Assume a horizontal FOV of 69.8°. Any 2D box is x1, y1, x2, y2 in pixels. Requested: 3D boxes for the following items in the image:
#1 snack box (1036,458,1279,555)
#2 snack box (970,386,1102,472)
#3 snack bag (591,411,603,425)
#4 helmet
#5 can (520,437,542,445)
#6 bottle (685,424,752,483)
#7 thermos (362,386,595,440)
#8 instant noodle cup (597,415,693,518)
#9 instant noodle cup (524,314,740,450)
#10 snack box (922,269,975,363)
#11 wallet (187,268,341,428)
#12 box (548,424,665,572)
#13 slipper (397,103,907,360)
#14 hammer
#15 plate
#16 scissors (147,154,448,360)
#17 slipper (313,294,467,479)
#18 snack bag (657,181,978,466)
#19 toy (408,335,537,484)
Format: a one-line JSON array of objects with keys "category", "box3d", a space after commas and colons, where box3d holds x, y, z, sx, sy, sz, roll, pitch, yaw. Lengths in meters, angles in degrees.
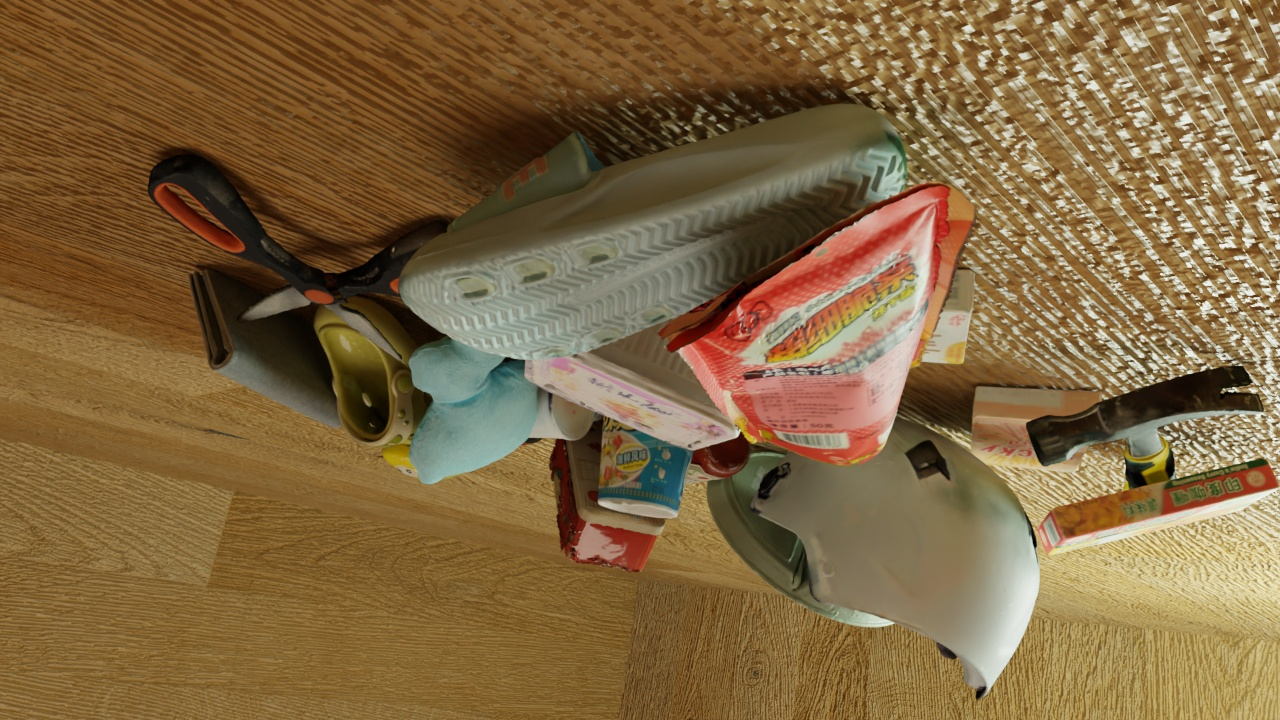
[{"category": "snack box", "box3d": [0.397, 0.115, 0.714, 0.156, 0.027, 0.077, -16, 156, 9]}, {"category": "snack box", "box3d": [0.303, 0.056, 0.715, 0.084, 0.026, 0.157, 3, 162, 20]}, {"category": "snack bag", "box3d": [-0.061, 0.038, 0.852, 0.048, 0.026, 0.104, -10, 156, 27]}, {"category": "helmet", "box3d": [0.219, 0.128, 0.751, 0.229, 0.146, 0.258, 35, -170, -13]}, {"category": "can", "box3d": [-0.147, 0.063, 0.930, 0.053, 0.053, 0.133, 21, 160, -34]}, {"category": "bottle", "box3d": [0.035, 0.097, 0.932, 0.059, 0.059, 0.207, 17, 161, -24]}, {"category": "thermos", "box3d": [-0.150, 0.037, 0.810, 0.225, 0.073, 0.073, -1, 160, 30]}, {"category": "instant noodle cup", "box3d": [0.005, 0.078, 0.802, 0.099, 0.109, 0.099, 9, 164, 2]}, {"category": "instant noodle cup", "box3d": [-0.004, 0.003, 0.603, 0.138, 0.060, 0.174, 24, 167, -4]}, {"category": "snack box", "box3d": [0.113, -0.028, 0.544, 0.157, 0.026, 0.085, 4, 162, 19]}, {"category": "wallet", "box3d": [-0.290, -0.008, 0.713, 0.037, 0.106, 0.129, -35, 149, 6]}, {"category": "box", "box3d": [-0.041, 0.131, 0.898, 0.091, 0.078, 0.168, 14, -154, -18]}, {"category": "slipper", "box3d": [-0.006, -0.065, 0.416, 0.246, 0.074, 0.104, -16, 156, 22]}, {"category": "hammer", "box3d": [0.370, 0.067, 0.664, 0.126, 0.031, 0.323, -23, 155, 24]}, {"category": "plate", "box3d": [0.171, 0.164, 0.899, 0.230, 0.028, 0.229, 23, -155, -12]}, {"category": "scissors", "box3d": [-0.197, -0.057, 0.582, 0.221, 0.021, 0.230, -2, 152, 20]}, {"category": "slipper", "box3d": [-0.203, 0.036, 0.730, 0.092, 0.081, 0.191, 0, 132, 33]}, {"category": "snack bag", "box3d": [0.088, -0.006, 0.435, 0.129, 0.073, 0.208, -24, 157, 6]}, {"category": "toy", "box3d": [-0.121, 0.030, 0.689, 0.050, 0.161, 0.156, 53, -177, 39]}]
